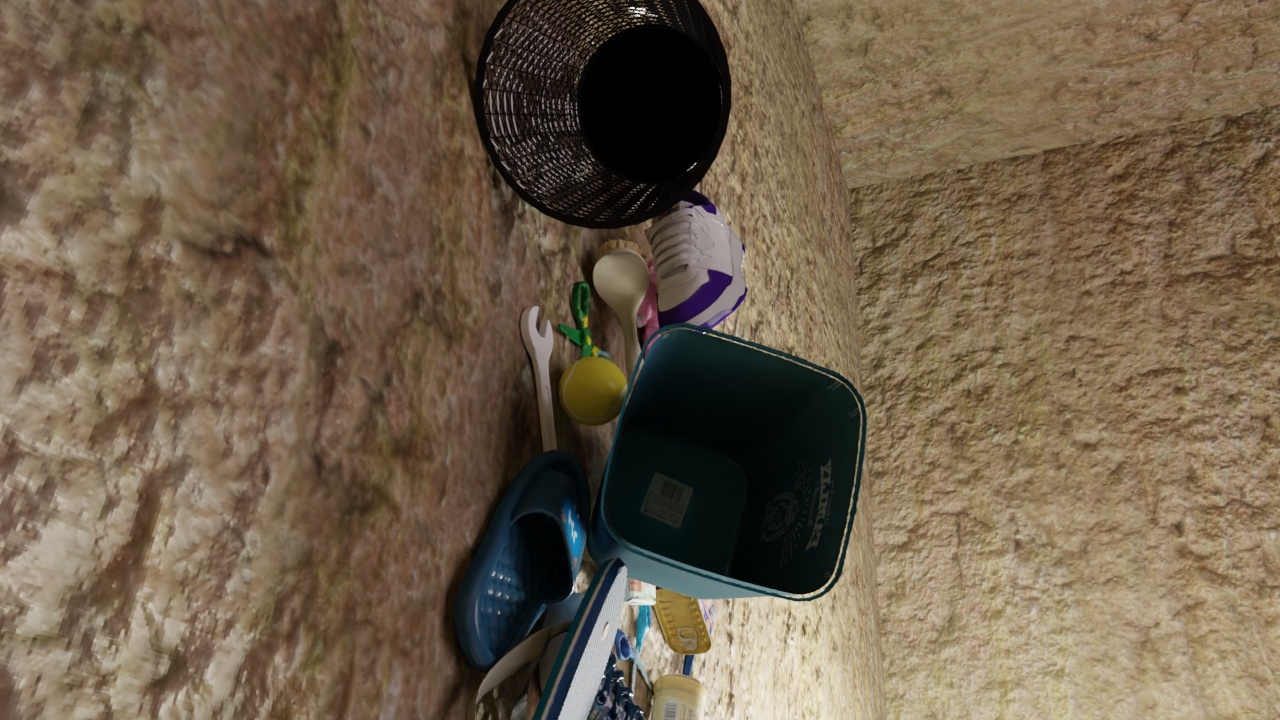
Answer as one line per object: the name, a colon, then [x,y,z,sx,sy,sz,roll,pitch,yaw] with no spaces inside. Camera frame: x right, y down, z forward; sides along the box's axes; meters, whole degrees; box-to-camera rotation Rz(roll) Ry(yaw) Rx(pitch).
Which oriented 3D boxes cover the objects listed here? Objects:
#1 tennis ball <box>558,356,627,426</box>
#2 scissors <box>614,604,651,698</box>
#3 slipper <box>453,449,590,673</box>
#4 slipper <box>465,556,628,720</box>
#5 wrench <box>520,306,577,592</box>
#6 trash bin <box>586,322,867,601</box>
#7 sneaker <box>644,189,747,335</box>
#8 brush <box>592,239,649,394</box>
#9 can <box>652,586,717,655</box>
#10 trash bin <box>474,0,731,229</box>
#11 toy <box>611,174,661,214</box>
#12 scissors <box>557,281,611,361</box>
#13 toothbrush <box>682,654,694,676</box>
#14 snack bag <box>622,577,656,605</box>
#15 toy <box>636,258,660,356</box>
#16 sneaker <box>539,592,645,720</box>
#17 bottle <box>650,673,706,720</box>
tennis ball: [-0.044,0.029,0.856,0.065,0.065,0.065,-8,90,-70]
scissors: [-0.007,0.298,0.936,0.133,0.014,0.127,57,35,-57]
slipper: [-0.079,0.156,0.722,0.213,0.059,0.104,-60,138,-55]
slipper: [-0.085,0.270,0.651,0.118,0.060,0.294,84,27,-48]
wrench: [-0.080,0.087,0.819,0.047,0.009,0.273,3,79,-70]
trash bin: [0.054,0.111,0.806,0.219,0.199,0.196,122,-15,-66]
sneaker: [0.051,-0.113,0.985,0.111,0.092,0.243,54,26,-20]
brush: [-0.006,0.006,0.970,0.077,0.062,0.272,-11,93,-76]
can: [0.052,0.277,1.042,0.058,0.054,0.100,-66,143,-59]
trash bin: [-0.011,-0.246,0.872,0.242,0.217,0.217,-50,129,-72]
toy: [-0.007,-0.211,1.075,0.112,0.050,0.087,52,36,-60]
scissors: [-0.055,-0.019,0.927,0.131,0.011,0.125,48,38,-57]
toothbrush: [0.056,0.346,1.080,0.017,0.016,0.189,63,27,-27]
snack bag: [-0.012,0.188,0.926,0.077,0.036,0.115,36,49,-62]
toy: [0.033,-0.065,1.106,0.157,0.067,0.123,-79,151,-53]
sneaker: [-0.023,0.308,0.779,0.087,0.079,0.235,-27,109,-63]
bottle: [0.031,0.405,0.930,0.161,0.057,0.056,-78,152,-42]
